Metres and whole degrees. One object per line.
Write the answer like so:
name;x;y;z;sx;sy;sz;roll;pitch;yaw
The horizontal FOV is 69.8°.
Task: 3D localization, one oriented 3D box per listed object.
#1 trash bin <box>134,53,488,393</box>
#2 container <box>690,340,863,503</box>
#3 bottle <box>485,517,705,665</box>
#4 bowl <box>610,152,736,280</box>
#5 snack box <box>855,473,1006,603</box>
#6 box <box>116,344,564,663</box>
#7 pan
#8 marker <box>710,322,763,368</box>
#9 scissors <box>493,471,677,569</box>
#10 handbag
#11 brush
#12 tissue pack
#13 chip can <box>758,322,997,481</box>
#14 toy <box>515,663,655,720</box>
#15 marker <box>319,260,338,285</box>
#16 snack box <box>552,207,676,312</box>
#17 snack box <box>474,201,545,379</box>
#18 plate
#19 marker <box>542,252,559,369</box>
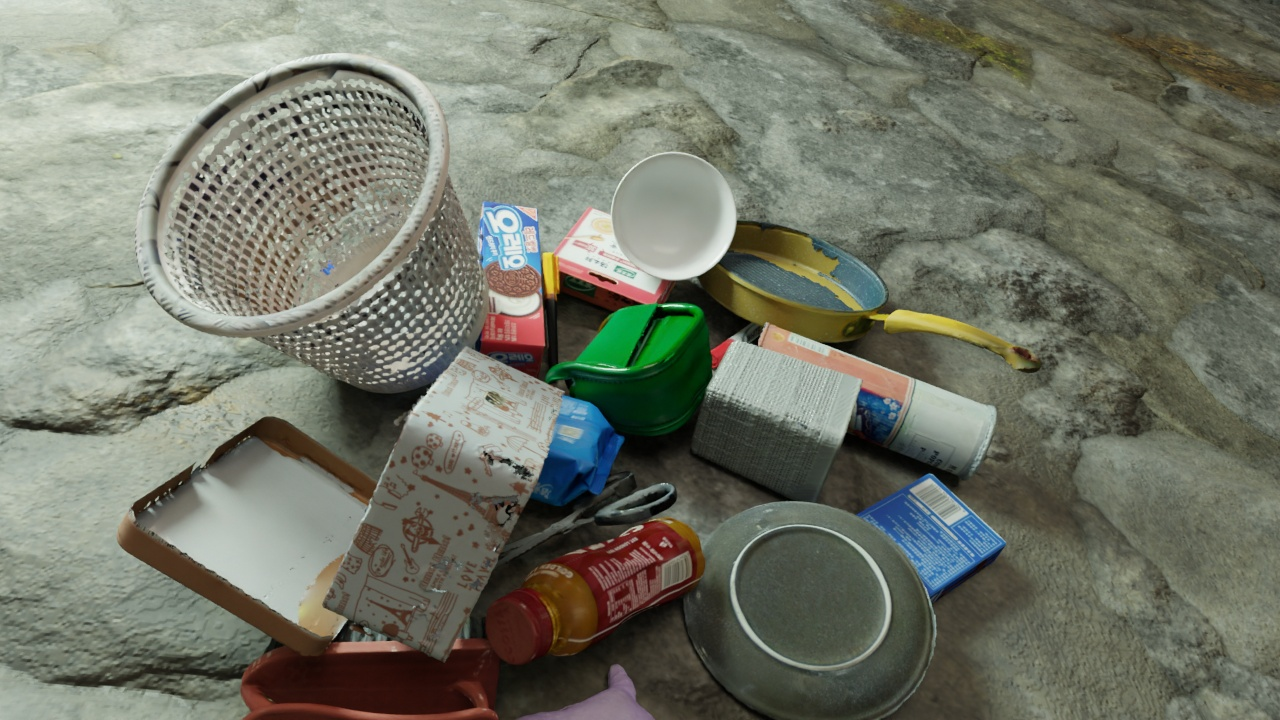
trash bin;-0.215;-0.078;0.689;0.228;0.192;0.227;-5;63;11
container;0.111;0.048;0.764;0.114;0.090;0.090;21;40;10
bottle;-0.025;0.147;0.591;0.057;0.058;0.174;40;25;25
bowl;0.029;-0.135;0.881;0.118;0.118;0.065;11;3;-5
snack box;0.209;0.151;0.726;0.156;0.026;0.084;-19;51;-33
box;-0.169;0.063;0.562;0.193;0.157;0.183;28;12;-6
pan;0.208;-0.058;0.882;0.197;0.078;0.357;-15;42;-42
marker;0.111;-0.029;0.905;0.017;0.017;0.144;36;45;22
scissors;-0.052;0.117;0.660;0.171;0.014;0.159;-11;12;17
handbag;-0.005;0.005;0.778;0.120;0.068;0.131;3;31;28
brush;-0.157;0.191;0.537;0.145;0.063;0.069;4;29;-12
tissue pack;-0.094;0.060;0.702;0.157;0.052;0.094;16;26;1
chip can;0.200;0.034;0.821;0.215;0.071;0.071;22;41;7
toy;-0.037;0.228;0.553;0.107;0.039;0.084;-14;31;-26
marker;-0.231;-0.046;0.814;0.146;0.017;0.016;34;44;21
snack box;-0.024;-0.089;0.907;0.113;0.044;0.126;22;40;6
snack box;-0.122;-0.065;0.839;0.058;0.057;0.207;5;42;-13
plate;0.120;0.170;0.651;0.179;0.024;0.179;0;48;0
marker;-0.079;-0.040;0.822;0.015;0.018;0.123;-1;69;-7
